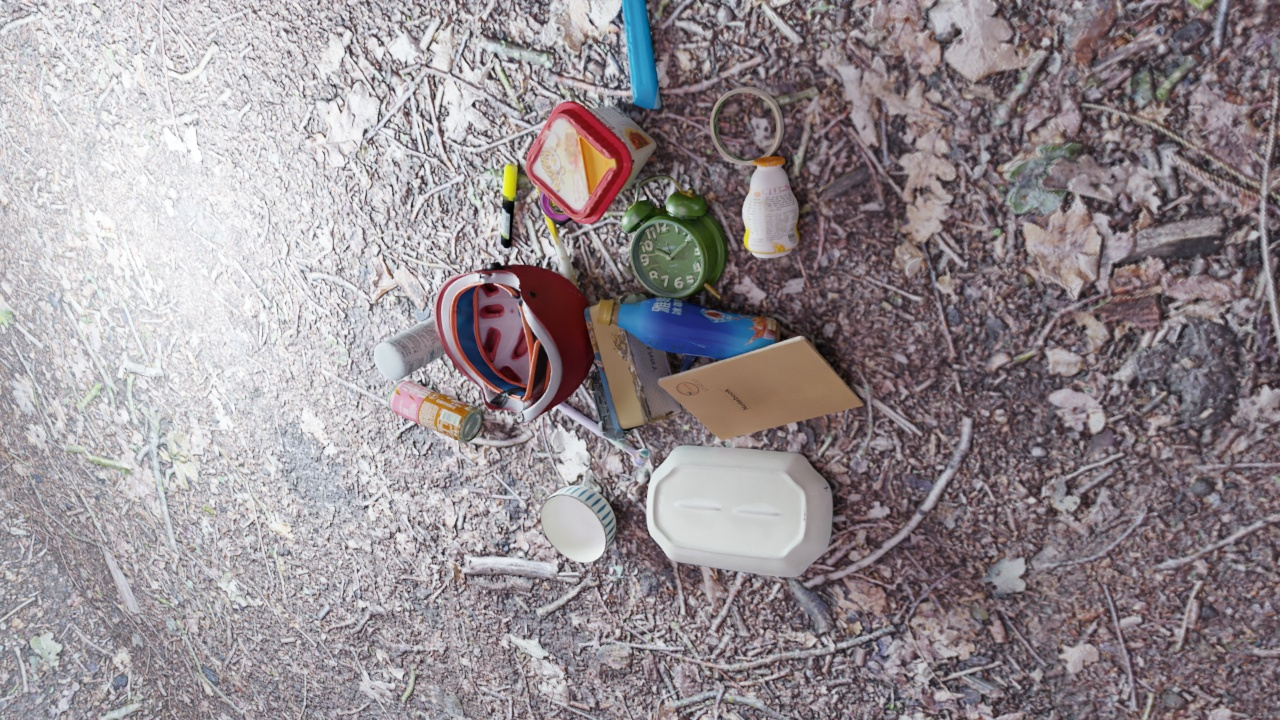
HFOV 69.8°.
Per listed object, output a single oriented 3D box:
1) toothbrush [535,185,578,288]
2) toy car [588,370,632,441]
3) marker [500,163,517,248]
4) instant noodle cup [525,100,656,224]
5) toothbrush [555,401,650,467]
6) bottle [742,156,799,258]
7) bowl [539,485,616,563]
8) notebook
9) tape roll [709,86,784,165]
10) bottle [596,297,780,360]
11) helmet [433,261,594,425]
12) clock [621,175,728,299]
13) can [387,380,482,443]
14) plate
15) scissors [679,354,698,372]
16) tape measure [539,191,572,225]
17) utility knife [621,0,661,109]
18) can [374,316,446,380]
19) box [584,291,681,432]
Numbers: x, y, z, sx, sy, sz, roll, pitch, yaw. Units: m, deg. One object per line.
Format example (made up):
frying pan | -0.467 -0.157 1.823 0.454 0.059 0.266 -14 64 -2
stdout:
toothbrush | -0.114 -0.177 1.219 0.016 0.018 0.191 -6 111 35
toy car | -0.039 0.061 1.275 0.049 0.031 0.106 0 111 32
marker | -0.178 -0.208 1.243 0.018 0.015 0.124 23 125 20
instant noodle cup | -0.052 -0.241 1.082 0.116 0.123 0.117 43 127 5
toothbrush | -0.069 0.094 1.317 0.189 0.029 0.021 31 162 16
bottle | 0.146 -0.173 1.033 0.063 0.063 0.108 8 116 28
bowl | -0.084 0.234 1.362 0.116 0.066 0.117 14 119 26
notebook | 0.145 0.039 1.122 0.208 0.008 0.148 -18 135 35
tape roll | 0.119 -0.265 1.036 0.086 0.013 0.086 13 119 26
bottle | 0.056 -0.038 1.103 0.218 0.065 0.065 11 120 -1
helmet | -0.154 -0.039 1.231 0.240 0.143 0.207 25 126 38
clock | 0.039 -0.146 1.115 0.116 0.056 0.161 -8 108 32
can | -0.321 0.079 1.436 0.147 0.057 0.058 20 121 22
plate | 0.118 0.194 1.197 0.266 0.034 0.162 2 85 30
scissors | 0.060 0.016 1.198 0.164 0.012 0.161 4 110 23
tape measure | -0.098 -0.207 1.179 0.057 0.039 0.058 -26 102 37
utility knife | -0.003 -0.383 1.051 0.034 0.018 0.188 -1 112 19
can | -0.315 -0.024 1.327 0.058 0.146 0.058 13 118 25
box | -0.007 0.007 1.175 0.061 0.089 0.184 -13 88 35
